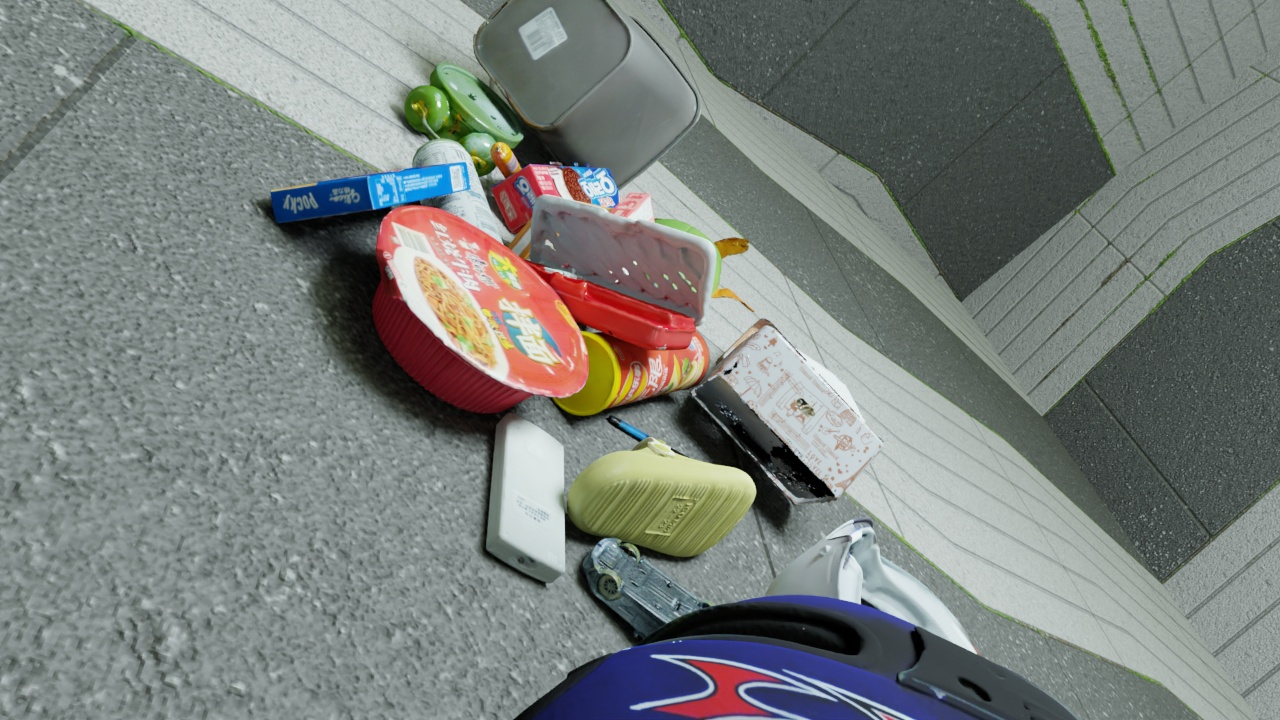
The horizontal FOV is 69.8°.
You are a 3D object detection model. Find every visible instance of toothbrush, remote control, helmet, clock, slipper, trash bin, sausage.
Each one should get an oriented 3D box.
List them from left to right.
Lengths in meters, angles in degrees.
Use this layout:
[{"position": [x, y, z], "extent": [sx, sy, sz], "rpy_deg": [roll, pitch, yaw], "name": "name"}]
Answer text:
[{"position": [-0.190, -0.255, 0.983], "extent": [0.116, 0.056, 0.161], "rpy_deg": [40, 23, -13], "name": "clock"}, {"position": [-0.138, -0.203, 0.969], "extent": [0.021, 0.021, 0.165], "rpy_deg": [47, -1, 1], "name": "sausage"}, {"position": [-0.079, 0.093, 0.648], "extent": [0.056, 0.019, 0.135], "rpy_deg": [35, 25, -26], "name": "remote control"}, {"position": [-0.068, -0.339, 1.098], "extent": [0.198, 0.199, 0.219], "rpy_deg": [54, 12, 14], "name": "trash bin"}, {"position": [0.013, 0.096, 0.720], "extent": [0.190, 0.092, 0.081], "rpy_deg": [19, 30, -46], "name": "slipper"}, {"position": [0.043, 0.093, 0.871], "extent": [0.189, 0.016, 0.014], "rpy_deg": [32, 19, -29], "name": "toothbrush"}, {"position": [0.076, 0.226, 0.427], "extent": [0.315, 0.248, 0.240], "rpy_deg": [33, 14, -2], "name": "helmet"}, {"position": [0.166, 0.246, 0.665], "extent": [0.229, 0.146, 0.258], "rpy_deg": [57, 15, 20], "name": "helmet"}]

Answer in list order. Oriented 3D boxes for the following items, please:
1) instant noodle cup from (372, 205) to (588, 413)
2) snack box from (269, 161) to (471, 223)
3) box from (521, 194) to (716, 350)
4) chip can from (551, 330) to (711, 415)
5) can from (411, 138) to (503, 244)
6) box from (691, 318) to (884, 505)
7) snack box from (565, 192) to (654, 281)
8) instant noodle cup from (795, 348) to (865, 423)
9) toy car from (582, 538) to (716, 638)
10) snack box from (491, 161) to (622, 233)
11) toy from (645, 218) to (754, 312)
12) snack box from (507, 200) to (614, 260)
[{"position": [-0.131, -0.029, 0.698], "extent": [0.194, 0.066, 0.193], "rpy_deg": [38, 23, -20], "name": "instant noodle cup"}, {"position": [-0.206, -0.135, 0.723], "extent": [0.156, 0.085, 0.026], "rpy_deg": [-45, 129, -68], "name": "snack box"}, {"position": [-0.035, -0.085, 0.808], "extent": [0.202, 0.101, 0.095], "rpy_deg": [21, 11, 29], "name": "box"}, {"position": [-0.005, 0.005, 0.860], "extent": [0.073, 0.073, 0.216], "rpy_deg": [53, 22, 14], "name": "chip can"}, {"position": [-0.166, -0.136, 0.824], "extent": [0.058, 0.058, 0.146], "rpy_deg": [24, 31, -43], "name": "can"}, {"position": [0.160, 0.052, 1.010], "extent": [0.179, 0.131, 0.272], "rpy_deg": [47, 12, 1], "name": "box"}, {"position": [-0.027, -0.107, 0.947], "extent": [0.152, 0.025, 0.075], "rpy_deg": [-53, 142, -45], "name": "snack box"}, {"position": [0.224, 0.050, 1.205], "extent": [0.173, 0.060, 0.137], "rpy_deg": [29, 29, -34], "name": "instant noodle cup"}, {"position": [0.010, 0.175, 0.651], "extent": [0.120, 0.037, 0.054], "rpy_deg": [38, 23, 5], "name": "toy car"}, {"position": [-0.086, -0.183, 1.032], "extent": [0.058, 0.057, 0.207], "rpy_deg": [65, 24, 0], "name": "snack box"}, {"position": [0.037, -0.114, 1.101], "extent": [0.227, 0.090, 0.246], "rpy_deg": [22, 29, 8], "name": "toy"}, {"position": [-0.071, -0.130, 0.958], "extent": [0.026, 0.075, 0.153], "rpy_deg": [51, 23, 15], "name": "snack box"}]
